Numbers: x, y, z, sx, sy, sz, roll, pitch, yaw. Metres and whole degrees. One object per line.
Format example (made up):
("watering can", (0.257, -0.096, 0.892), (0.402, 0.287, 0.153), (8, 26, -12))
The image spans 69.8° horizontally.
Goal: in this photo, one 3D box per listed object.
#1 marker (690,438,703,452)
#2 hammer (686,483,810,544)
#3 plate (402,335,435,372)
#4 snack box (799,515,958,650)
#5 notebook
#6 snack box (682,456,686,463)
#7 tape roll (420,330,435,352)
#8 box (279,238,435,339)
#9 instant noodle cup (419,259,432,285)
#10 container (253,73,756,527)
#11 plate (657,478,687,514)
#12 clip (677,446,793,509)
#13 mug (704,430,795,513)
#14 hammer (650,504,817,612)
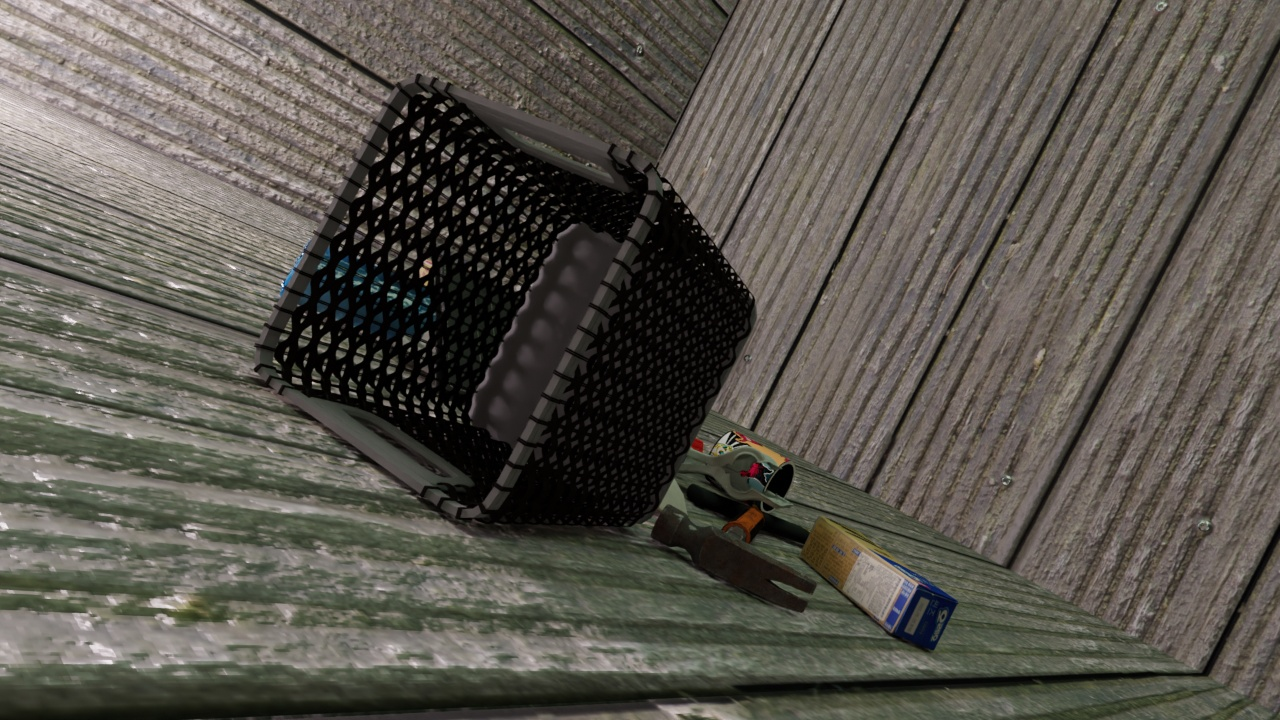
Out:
("marker", (0.023, 0.091, 1.175), (0.145, 0.021, 0.023), (25, 34, -35))
("hammer", (0.193, 0.213, 1.131), (0.323, 0.029, 0.127), (24, 2, -28))
("plate", (-0.236, 0.003, 1.075), (0.104, 0.026, 0.104), (26, 1, -1))
("snack box", (0.243, 0.227, 0.958), (0.057, 0.056, 0.207), (26, 2, -18))
("notebook", (-0.148, -0.007, 1.047), (0.208, 0.030, 0.169), (22, 49, -44))
("snack box", (0.008, 0.113, 1.233), (0.087, 0.034, 0.151), (28, 2, 16))
("tape roll", (-0.209, -0.009, 1.062), (0.094, 0.018, 0.094), (26, 1, -1))
("box", (-0.303, -0.068, 1.100), (0.231, 0.054, 0.093), (22, -32, -29))
("instant noodle cup", (-0.267, -0.065, 1.204), (0.100, 0.112, 0.100), (27, 2, -1))
("container", (-0.081, -0.025, 0.704), (0.247, 0.245, 0.243), (27, -1, 29))
("plate", (-0.018, 0.093, 0.940), (0.188, 0.027, 0.188), (38, 2, -2))
("clip", (0.120, 0.125, 1.110), (0.152, 0.099, 0.126), (31, -1, 19))
("mug", (0.157, 0.167, 1.301), (0.098, 0.081, 0.118), (28, -25, 33))
("hammer", (0.105, 0.174, 0.887), (0.138, 0.035, 0.314), (27, 1, 13))
